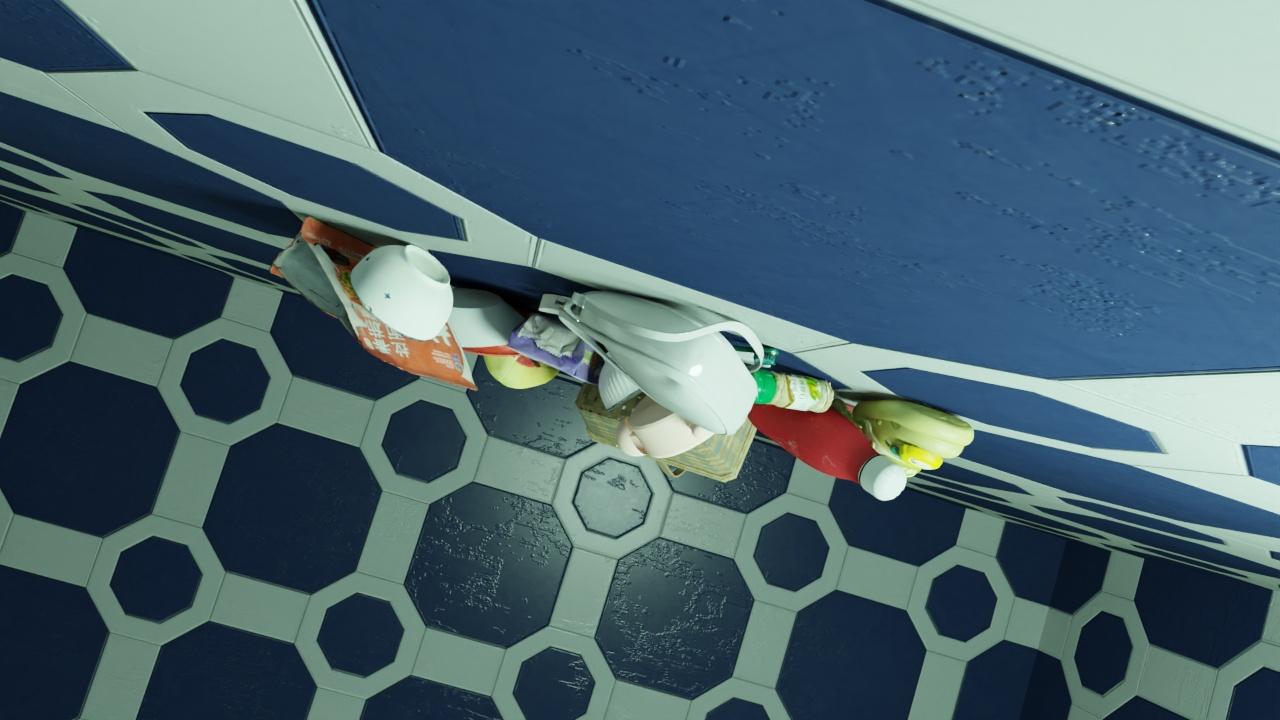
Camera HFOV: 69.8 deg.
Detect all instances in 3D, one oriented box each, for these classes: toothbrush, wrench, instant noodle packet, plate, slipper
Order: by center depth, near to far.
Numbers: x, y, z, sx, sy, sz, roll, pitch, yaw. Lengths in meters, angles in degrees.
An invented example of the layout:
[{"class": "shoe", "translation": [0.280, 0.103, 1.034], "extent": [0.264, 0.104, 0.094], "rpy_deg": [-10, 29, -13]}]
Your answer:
[{"class": "toothbrush", "translation": [0.058, -0.013, 0.982], "extent": [0.190, 0.017, 0.016], "rpy_deg": [7, 165, 30]}, {"class": "instant noodle packet", "translation": [-0.289, -0.045, 1.025], "extent": [0.221, 0.084, 0.164], "rpy_deg": [46, -169, 32]}, {"class": "wrench", "translation": [0.014, -0.033, 1.038], "extent": [0.273, 0.018, 0.086], "rpy_deg": [14, 173, 15]}, {"class": "slipper", "translation": [0.297, 0.089, 1.051], "extent": [0.091, 0.081, 0.191], "rpy_deg": [21, 177, -12]}, {"class": "plate", "translation": [-0.225, -0.062, 1.176], "extent": [0.174, 0.036, 0.173], "rpy_deg": [5, -161, -2]}]

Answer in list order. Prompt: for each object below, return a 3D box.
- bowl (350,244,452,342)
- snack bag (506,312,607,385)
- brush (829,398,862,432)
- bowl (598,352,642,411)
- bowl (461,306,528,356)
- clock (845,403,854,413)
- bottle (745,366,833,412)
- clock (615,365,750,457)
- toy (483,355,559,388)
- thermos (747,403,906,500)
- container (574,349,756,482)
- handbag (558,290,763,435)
[{"class": "bowl", "translation": [-0.249, -0.082, 0.992], "extent": [0.113, 0.063, 0.113], "rpy_deg": [40, -162, -16]}, {"class": "snack bag", "translation": [-0.096, -0.015, 1.163], "extent": [0.096, 0.058, 0.205], "rpy_deg": [22, 178, 7]}, {"class": "brush", "translation": [0.245, 0.107, 1.145], "extent": [0.055, 0.075, 0.135], "rpy_deg": [21, -155, -33]}, {"class": "bowl", "translation": [-0.007, 0.007, 1.140], "extent": [0.062, 0.118, 0.118], "rpy_deg": [58, 176, 3]}, {"class": "bowl", "translation": [-0.197, -0.047, 1.270], "extent": [0.130, 0.045, 0.130], "rpy_deg": [5, -161, -2]}, {"class": "clock", "translation": [0.270, 0.082, 1.255], "extent": [0.124, 0.044, 0.087], "rpy_deg": [18, 175, -8]}, {"class": "bottle", "translation": [0.163, 0.034, 1.035], "extent": [0.111, 0.043, 0.043], "rpy_deg": [9, 179, -24]}, {"class": "clock", "translation": [0.045, 0.051, 1.102], "extent": [0.086, 0.130, 0.161], "rpy_deg": [52, 143, -9]}, {"class": "toy", "translation": [-0.186, -0.017, 1.416], "extent": [0.134, 0.092, 0.207], "rpy_deg": [35, -167, -9]}, {"class": "thermos", "translation": [0.217, 0.094, 1.075], "extent": [0.073, 0.073, 0.240], "rpy_deg": [21, -170, -34]}, {"class": "container", "translation": [0.050, 0.073, 1.300], "extent": [0.250, 0.157, 0.186], "rpy_deg": [14, 162, 31]}, {"class": "handbag", "translation": [0.002, -0.021, 0.923], "extent": [0.223, 0.095, 0.216], "rpy_deg": [25, 166, 32]}]
